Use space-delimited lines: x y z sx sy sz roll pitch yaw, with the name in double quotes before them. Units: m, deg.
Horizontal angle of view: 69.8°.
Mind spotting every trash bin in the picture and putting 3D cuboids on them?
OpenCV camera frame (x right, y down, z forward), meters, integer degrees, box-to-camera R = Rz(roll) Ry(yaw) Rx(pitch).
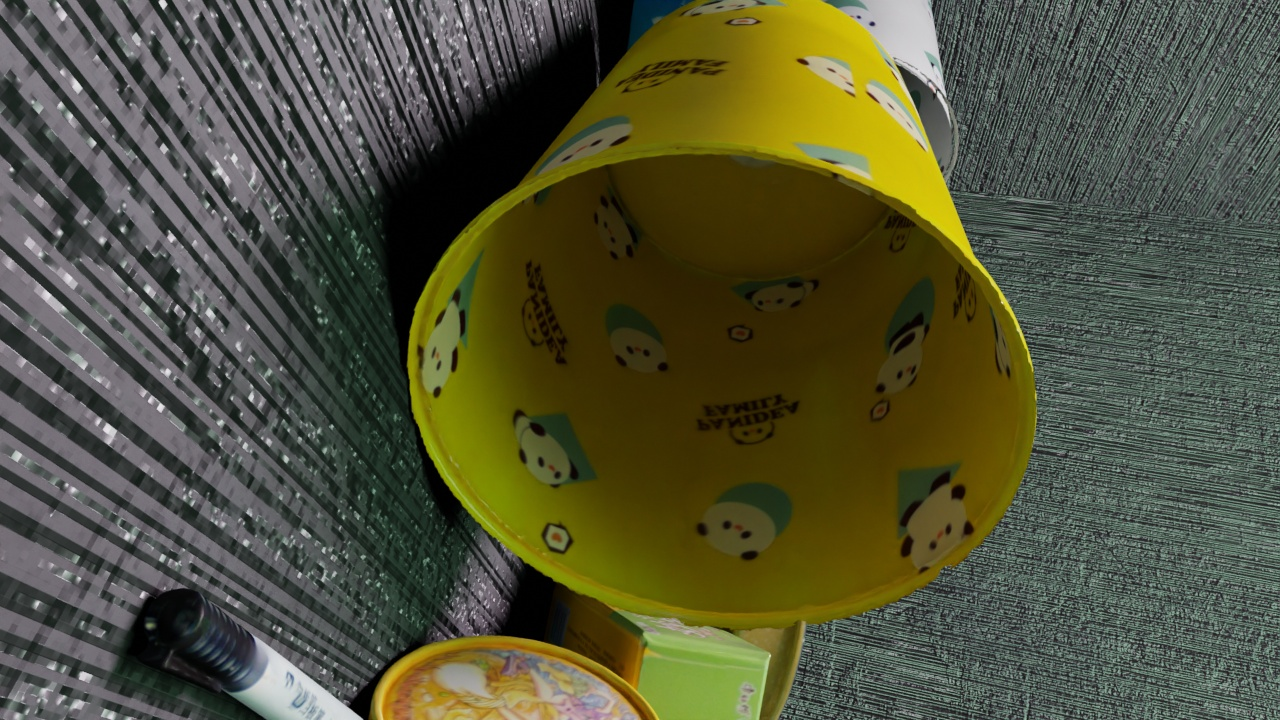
"trash bin" 0.045 -0.047 0.436 0.254 0.230 0.230 -74 167 -51
"trash bin" 0.177 -0.283 0.869 0.230 0.230 0.251 81 17 -56

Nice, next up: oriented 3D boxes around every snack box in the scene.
"snack box" -0.012 0.215 0.509 0.210 0.070 0.157 162 -59 -73

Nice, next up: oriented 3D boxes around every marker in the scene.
"marker" -0.112 0.102 0.279 0.022 0.018 0.131 -58 158 -30

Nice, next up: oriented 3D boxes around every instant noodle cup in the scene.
"instant noodle cup" -0.059 0.192 0.373 0.118 0.118 0.114 -31 136 -74

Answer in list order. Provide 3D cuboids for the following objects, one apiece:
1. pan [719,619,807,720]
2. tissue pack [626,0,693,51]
"pan" 0.063 0.083 0.632 0.198 0.078 0.356 119 -23 -48
"tissue pack" 0.035 -0.194 0.554 0.094 0.052 0.157 -31 147 -38
